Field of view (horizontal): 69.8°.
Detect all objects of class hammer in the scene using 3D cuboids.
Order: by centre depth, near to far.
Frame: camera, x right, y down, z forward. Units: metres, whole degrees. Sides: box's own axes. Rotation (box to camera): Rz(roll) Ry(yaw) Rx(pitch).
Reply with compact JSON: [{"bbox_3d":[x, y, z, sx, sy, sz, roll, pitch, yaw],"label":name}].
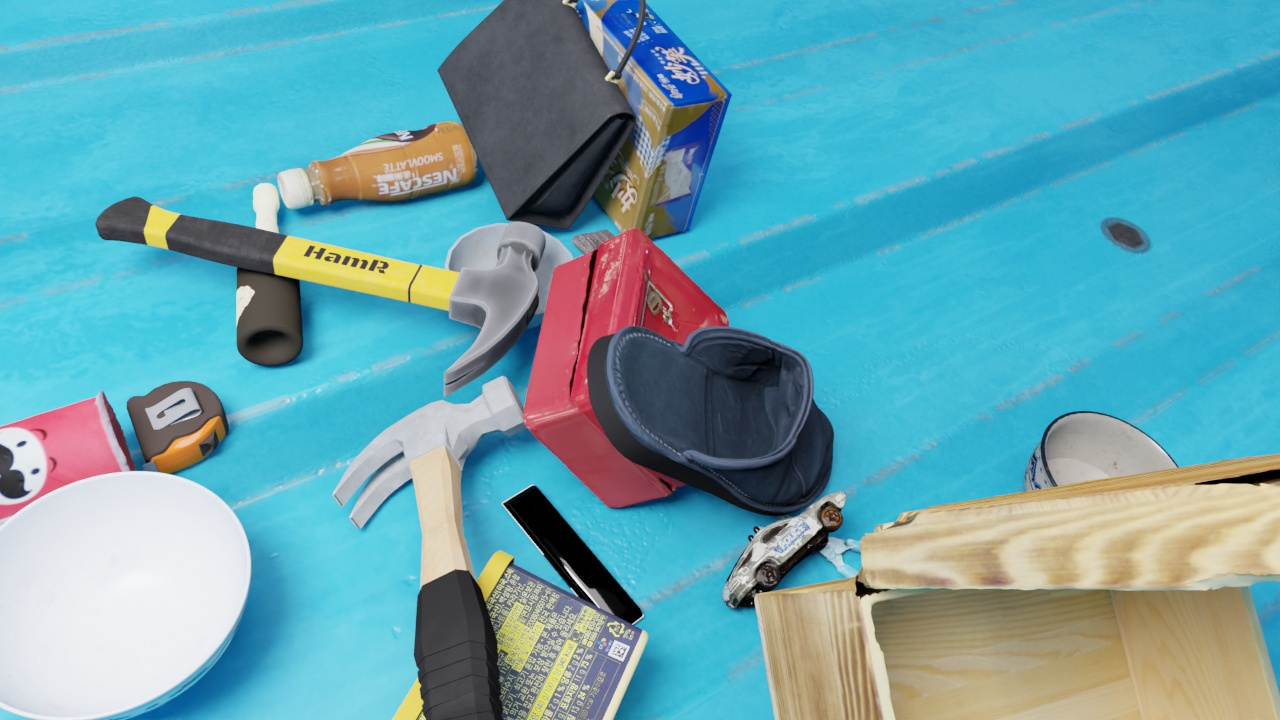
[{"bbox_3d":[-0.108,0.119,0.512,0.131,0.039,0.328,-26,31,-2],"label":"hammer"},{"bbox_3d":[-0.237,-0.069,0.678,0.324,0.034,0.169,12,46,-1],"label":"hammer"}]

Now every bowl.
[{"bbox_3d":[-0.293,0.144,0.522,0.144,0.074,0.143,6,50,-8],"label":"bowl"},{"bbox_3d":[0.351,0.103,0.709,0.115,0.059,0.115,6,50,-8],"label":"bowl"},{"bbox_3d":[-0.107,-0.063,0.756,0.106,0.039,0.106,6,50,-8],"label":"bowl"}]

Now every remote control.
[{"bbox_3d":[-0.047,0.134,0.626,0.028,0.012,0.124,-30,63,-31],"label":"remote control"}]

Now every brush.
[{"bbox_3d":[-0.001,-0.065,0.799,0.038,0.012,0.151,-28,62,-31],"label":"brush"}]

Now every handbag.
[{"bbox_3d":[-0.065,-0.244,0.773,0.072,0.196,0.175,-1,57,-48],"label":"handbag"}]

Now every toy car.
[{"bbox_3d":[0.098,0.127,0.634,0.112,0.049,0.040,-35,69,-25],"label":"toy car"}]

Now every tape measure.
[{"bbox_3d":[-0.314,0.042,0.625,0.058,0.038,0.058,-21,58,-27],"label":"tape measure"}]

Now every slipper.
[{"bbox_3d":[0.080,0.035,0.605,0.265,0.084,0.108,22,53,-48],"label":"slipper"}]

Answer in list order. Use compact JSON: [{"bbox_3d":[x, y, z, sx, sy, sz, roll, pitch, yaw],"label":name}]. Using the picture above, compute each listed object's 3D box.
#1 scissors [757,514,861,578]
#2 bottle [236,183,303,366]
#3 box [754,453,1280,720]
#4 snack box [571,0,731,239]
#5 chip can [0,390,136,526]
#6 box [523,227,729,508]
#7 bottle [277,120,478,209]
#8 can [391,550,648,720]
[{"bbox_3d":[0.144,0.150,0.659,0.142,0.015,0.094,10,51,3],"label":"scissors"},{"bbox_3d":[-0.294,-0.077,0.724,0.045,0.045,0.184,-6,49,-17],"label":"bottle"},{"bbox_3d":[0.258,0.156,0.392,0.278,0.337,0.286,-4,76,-24],"label":"box"},{"bbox_3d":[-0.016,-0.232,0.839,0.069,0.155,0.202,-18,57,-26],"label":"snack box"},{"bbox_3d":[-0.429,0.090,0.539,0.232,0.073,0.073,-21,58,-26],"label":"chip can"},{"bbox_3d":[-0.010,0.007,0.653,0.098,0.130,0.157,-18,44,31],"label":"box"},{"bbox_3d":[-0.228,-0.166,0.801,0.166,0.059,0.059,-20,58,-26],"label":"bottle"},{"bbox_3d":[-0.070,0.197,0.530,0.104,0.075,0.134,26,50,5],"label":"can"}]
